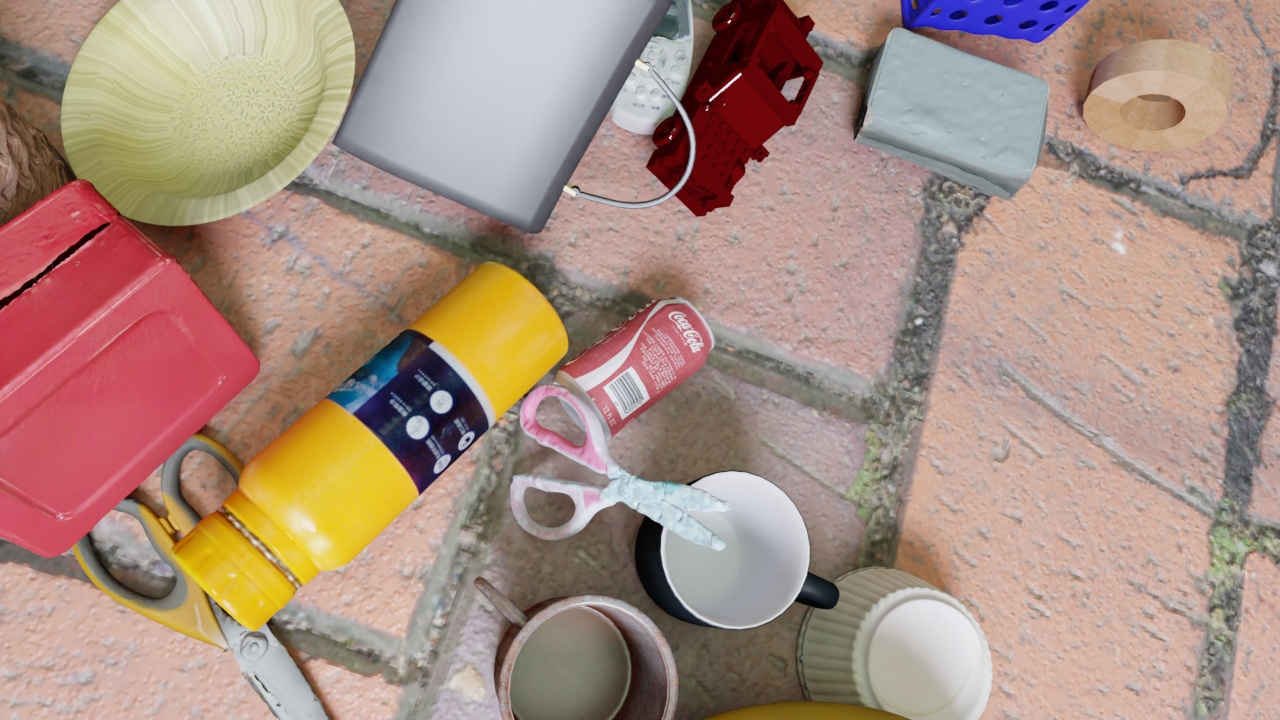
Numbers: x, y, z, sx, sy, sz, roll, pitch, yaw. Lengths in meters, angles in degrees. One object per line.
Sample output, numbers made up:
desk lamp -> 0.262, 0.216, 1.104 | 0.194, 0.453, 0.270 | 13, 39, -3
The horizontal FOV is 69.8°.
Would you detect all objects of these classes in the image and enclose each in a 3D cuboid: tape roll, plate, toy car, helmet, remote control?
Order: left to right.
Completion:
plate -> -0.256, -0.160, 0.562 | 0.184, 0.036, 0.184 | -2, 73, 7
remote control -> 0.006, -0.214, 0.645 | 0.060, 0.028, 0.114 | 9, 75, -9
toy car -> 0.072, -0.184, 0.622 | 0.070, 0.062, 0.169 | 38, 69, -34
helmet -> 0.095, 0.244, 0.470 | 0.240, 0.210, 0.139 | 26, 58, -1
tape roll -> 0.382, -0.195, 0.680 | 0.094, 0.094, 0.027 | 22, 73, -5

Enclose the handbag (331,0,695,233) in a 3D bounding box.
handbag -> -0.053, -0.164, 0.560 | 0.195, 0.072, 0.176 | 29, 112, -11

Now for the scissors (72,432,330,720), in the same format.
scissors -> -0.234, 0.154, 0.514 | 0.113, 0.016, 0.229 | -29, 83, -16

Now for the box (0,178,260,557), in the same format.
box -> -0.300, 0.007, 0.474 | 0.126, 0.137, 0.157 | 44, 70, 1

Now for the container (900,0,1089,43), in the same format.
container -> 0.267, -0.296, 0.687 | 0.113, 0.085, 0.084 | 3, 77, -12

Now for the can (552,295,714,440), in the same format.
can -> -0.003, 0.003, 0.577 | 0.096, 0.054, 0.054 | -37, 86, -17

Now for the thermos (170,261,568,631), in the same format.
thermos -> -0.145, 0.047, 0.519 | 0.076, 0.092, 0.232 | 37, 64, 14

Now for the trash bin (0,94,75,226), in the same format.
trash bin -> -0.390, -0.103, 0.445 | 0.151, 0.210, 0.151 | 2, 76, -10

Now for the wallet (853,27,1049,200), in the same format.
wallet -> 0.224, -0.179, 0.668 | 0.131, 0.054, 0.100 | 23, 64, -3

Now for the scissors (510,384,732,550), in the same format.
scissors -> -0.017, 0.082, 0.509 | 0.016, 0.179, 0.101 | 3, 105, -47

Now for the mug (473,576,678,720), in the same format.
mug -> -0.046, 0.163, 0.503 | 0.123, 0.110, 0.096 | 46, 67, 3

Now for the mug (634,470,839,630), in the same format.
mug -> 0.059, 0.119, 0.539 | 0.121, 0.095, 0.085 | 22, 74, -5

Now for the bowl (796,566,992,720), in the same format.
bowl -> 0.161, 0.184, 0.560 | 0.115, 0.063, 0.115 | 3, 76, -11
